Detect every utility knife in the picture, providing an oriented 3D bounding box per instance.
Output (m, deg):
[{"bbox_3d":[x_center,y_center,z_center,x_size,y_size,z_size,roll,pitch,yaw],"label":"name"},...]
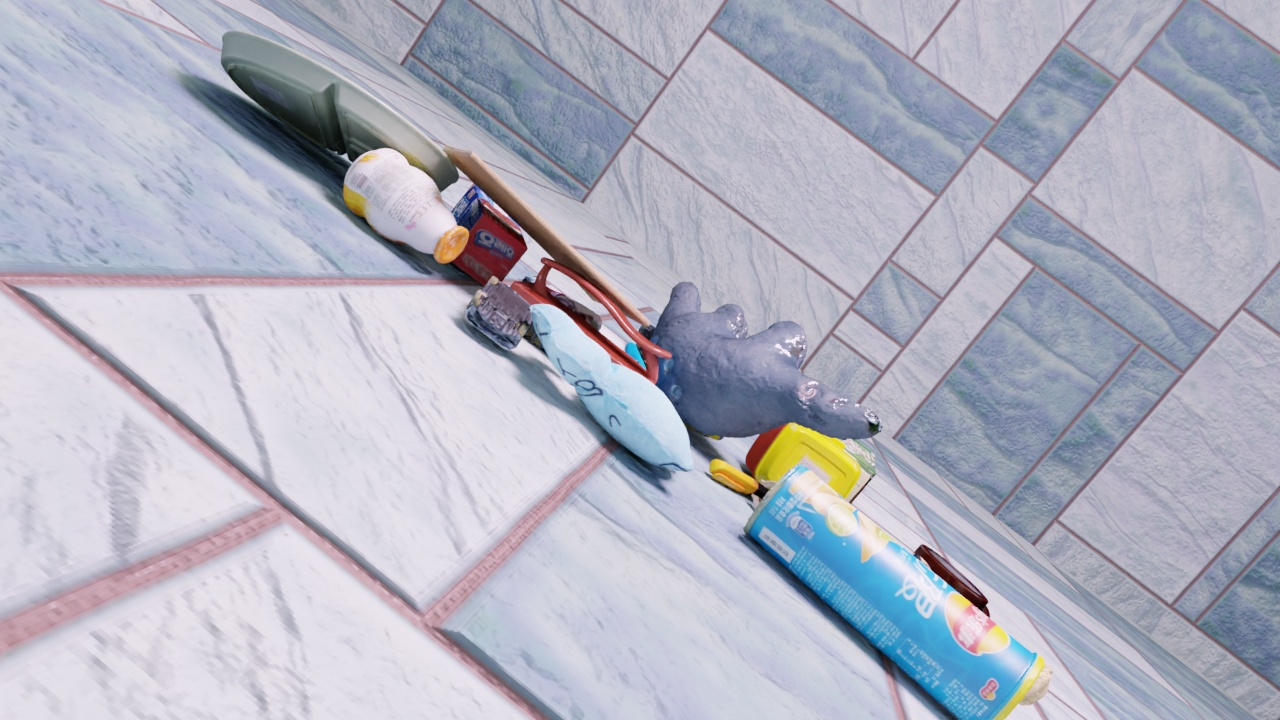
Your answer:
[{"bbox_3d":[-0.005,0.005,0.916,0.018,0.034,0.161,-6,12,-3],"label":"utility knife"}]

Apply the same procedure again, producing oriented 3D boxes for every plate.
[{"bbox_3d":[-0.271,-0.214,0.828,0.230,0.027,0.230,26,-8,4],"label":"plate"}]

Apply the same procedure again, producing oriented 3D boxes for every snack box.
[{"bbox_3d":[0.229,0.116,1.144,0.114,0.063,0.240,40,9,11],"label":"snack box"},{"bbox_3d":[0.152,0.101,0.885,0.091,0.082,0.080,36,-1,-11],"label":"snack box"},{"bbox_3d":[-0.160,-0.132,0.931,0.058,0.057,0.207,37,8,-21],"label":"snack box"}]

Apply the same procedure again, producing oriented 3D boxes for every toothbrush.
[{"bbox_3d":[-0.081,-0.061,0.925,0.017,0.016,0.187,6,15,-29],"label":"toothbrush"}]

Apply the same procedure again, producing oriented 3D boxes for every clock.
[{"bbox_3d":[0.273,0.214,0.836,0.122,0.055,0.082,30,11,-46],"label":"clock"}]

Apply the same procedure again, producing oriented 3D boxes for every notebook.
[{"bbox_3d":[-0.088,-0.112,0.824,0.211,0.012,0.149,43,-4,-25],"label":"notebook"}]

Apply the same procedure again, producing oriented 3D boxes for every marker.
[{"bbox_3d":[0.105,0.118,0.808,0.123,0.018,0.015,33,49,-32],"label":"marker"}]

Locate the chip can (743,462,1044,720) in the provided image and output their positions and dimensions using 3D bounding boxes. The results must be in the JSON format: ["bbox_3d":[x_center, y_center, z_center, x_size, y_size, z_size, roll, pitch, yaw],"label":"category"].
[{"bbox_3d":[0.175,0.166,0.655,0.210,0.071,0.071,40,10,21],"label":"chip can"}]

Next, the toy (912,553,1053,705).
[{"bbox_3d":[0.245,0.209,0.718,0.105,0.066,0.157,-1,28,-48],"label":"toy"}]

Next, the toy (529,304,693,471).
[{"bbox_3d":[-0.017,0.026,0.688,0.156,0.050,0.161,41,3,-36],"label":"toy"}]

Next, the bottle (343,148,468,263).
[{"bbox_3d":[-0.191,-0.124,0.752,0.108,0.063,0.063,39,9,15],"label":"bottle"}]

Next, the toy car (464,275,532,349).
[{"bbox_3d":[-0.109,-0.036,0.715,0.049,0.031,0.105,39,13,-9],"label":"toy car"}]

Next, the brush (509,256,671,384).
[{"bbox_3d":[-0.044,-0.024,0.787,0.146,0.069,0.063,38,10,8],"label":"brush"}]

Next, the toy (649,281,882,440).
[{"bbox_3d":[0.083,0.009,0.886,0.356,0.137,0.091,37,-24,55],"label":"toy"}]

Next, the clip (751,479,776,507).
[{"bbox_3d":[0.134,0.136,0.759,0.034,0.070,0.100,30,4,-43],"label":"clip"}]

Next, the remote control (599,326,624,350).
[{"bbox_3d":[-0.046,-0.016,0.894,0.056,0.020,0.136,37,9,-2],"label":"remote control"}]

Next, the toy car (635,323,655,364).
[{"bbox_3d":[0.011,-0.013,1.059,0.043,0.034,0.090,35,23,-10],"label":"toy car"}]
